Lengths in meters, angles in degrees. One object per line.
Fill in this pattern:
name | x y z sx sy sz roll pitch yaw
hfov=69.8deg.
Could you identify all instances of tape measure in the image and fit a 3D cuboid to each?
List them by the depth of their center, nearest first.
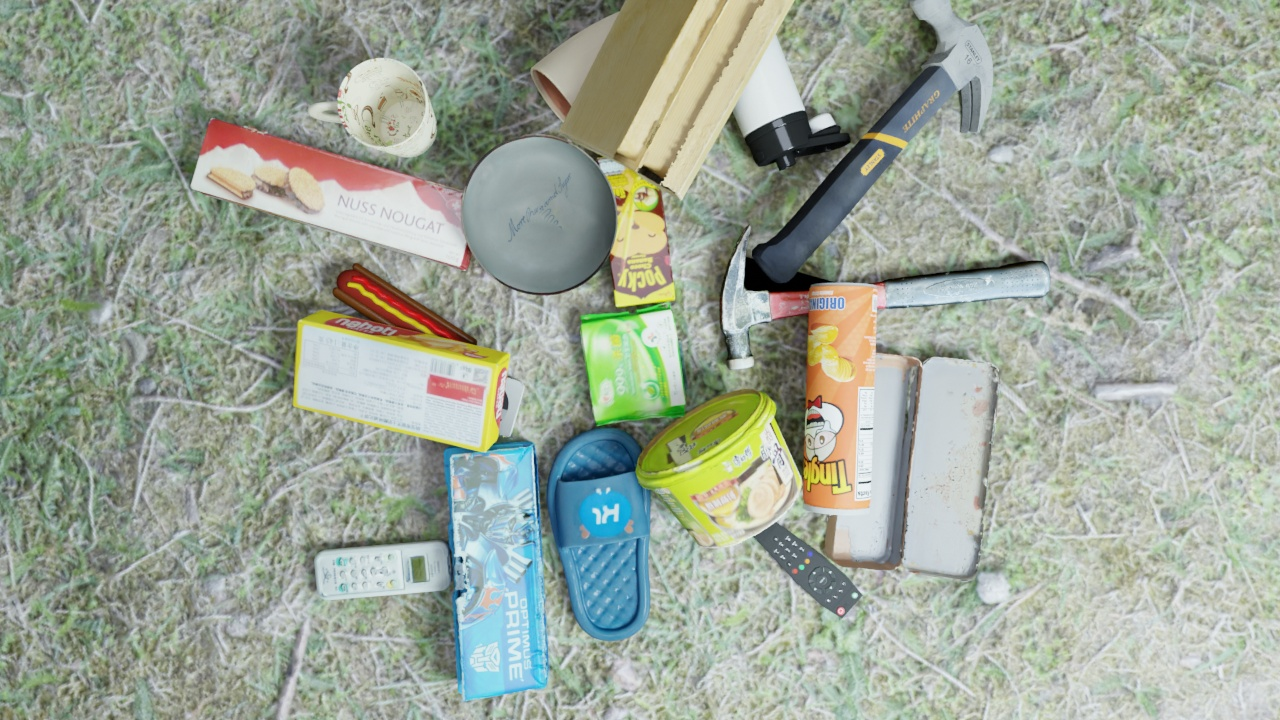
tape measure | -0.152 0.044 0.916 0.065 0.017 0.064 16 91 -1

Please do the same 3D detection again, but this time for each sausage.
sausage | -0.231 -0.041 0.902 0.155 0.040 0.040 33 91 -1

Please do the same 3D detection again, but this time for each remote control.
remote control | -0.256 0.208 0.916 0.133 0.022 0.050 -5 91 0
remote control | 0.166 0.207 0.925 0.125 0.010 0.039 41 91 -1

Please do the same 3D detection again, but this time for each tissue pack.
tissue pack | -0.005 0.005 0.909 0.099 0.034 0.114 -9 89 1

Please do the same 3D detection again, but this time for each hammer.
hammer | 0.218 -0.201 0.872 0.312 0.035 0.139 -47 113 -7
hammer | 0.239 -0.075 0.909 0.326 0.036 0.140 -5 93 -1

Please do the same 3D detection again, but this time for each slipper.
slipper | -0.039 0.173 0.900 0.104 0.059 0.213 -4 93 2

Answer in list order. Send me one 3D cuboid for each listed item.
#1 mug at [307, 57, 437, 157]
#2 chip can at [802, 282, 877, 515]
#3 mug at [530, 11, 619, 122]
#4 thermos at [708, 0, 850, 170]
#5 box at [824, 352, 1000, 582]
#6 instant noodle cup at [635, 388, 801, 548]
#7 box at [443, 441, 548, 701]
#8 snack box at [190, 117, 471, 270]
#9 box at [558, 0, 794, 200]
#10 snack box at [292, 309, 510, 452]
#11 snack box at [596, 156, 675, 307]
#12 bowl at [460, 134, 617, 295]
mug | -0.252 -0.231 0.869 0.122 0.097 0.081 -1 91 0
chip can | 0.187 0.035 0.859 0.062 0.062 0.210 2 90 -1
mug | -0.032 -0.267 0.886 0.104 0.085 0.111 -41 119 -5
thermos | 0.117 -0.301 0.890 0.101 0.068 0.230 -23 92 -13
box | 0.266 0.102 0.903 0.157 0.063 0.216 5 91 14
instant noodle cup | 0.078 0.104 0.862 0.146 0.146 0.098 -32 102 0
box | -0.141 0.204 0.895 0.091 0.066 0.243 -3 91 -1
snack box | -0.293 -0.162 0.897 0.273 0.044 0.076 17 91 -1
box | 0.049 -0.273 0.788 0.148 0.140 0.249 27 99 -12
snack box | -0.230 0.019 0.880 0.201 0.042 0.092 13 110 6
snack box | -0.004 -0.129 0.909 0.061 0.025 0.149 -7 91 0
bowl | -0.096 -0.142 0.885 0.150 0.056 0.151 -1 107 -5
